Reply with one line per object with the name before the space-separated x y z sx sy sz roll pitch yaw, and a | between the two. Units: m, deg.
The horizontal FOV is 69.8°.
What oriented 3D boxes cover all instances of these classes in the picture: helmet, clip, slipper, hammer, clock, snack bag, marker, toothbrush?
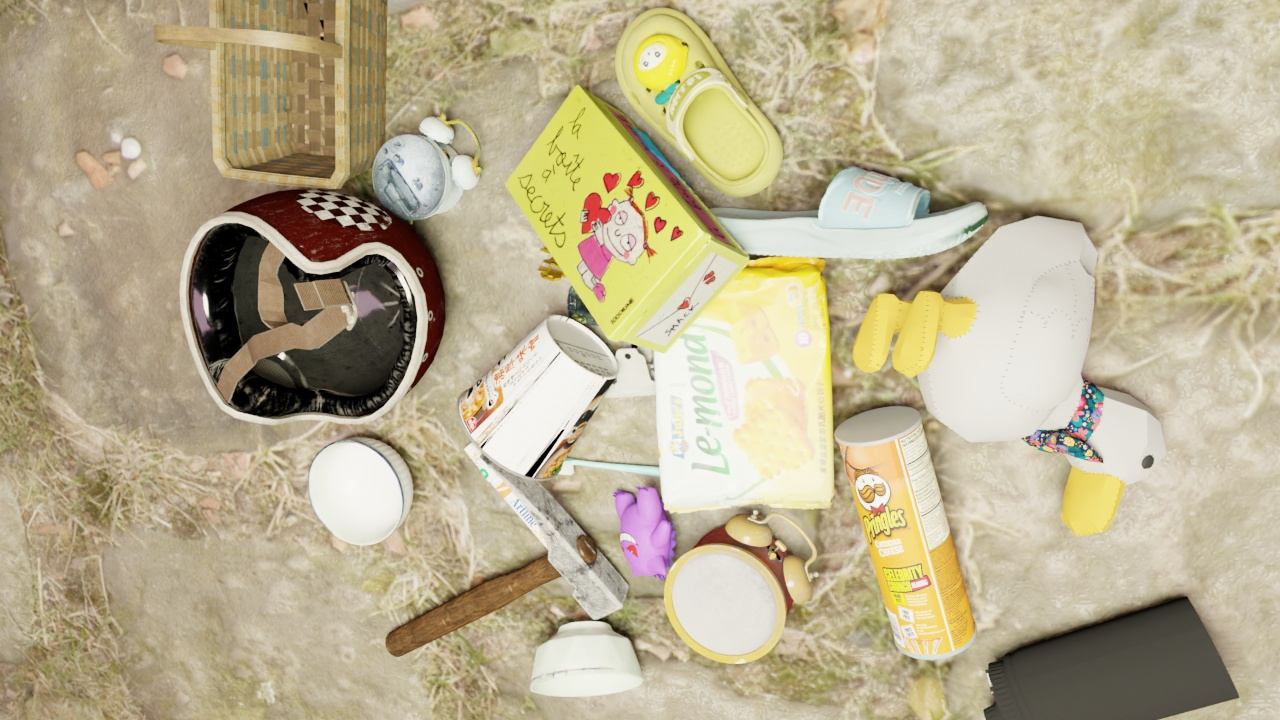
helmet | -0.303 -0.050 0.858 0.234 0.252 0.234 44 119 20
clip | -0.081 -0.088 0.897 0.054 0.049 0.044 16 141 12
slipper | 0.165 -0.128 0.782 0.246 0.103 0.074 4 106 21
hammer | -0.191 0.229 0.983 0.301 0.037 0.217 -31 107 25
clip | -0.004 0.007 0.910 0.102 0.046 0.056 -4 105 17
clock | -0.207 -0.189 0.906 0.118 0.057 0.083 -33 90 21
snack bag | 0.095 0.020 0.843 0.160 0.068 0.247 -1 98 13
marker | -0.136 0.146 0.978 0.017 0.017 0.145 -42 88 21
slipper | 0.046 -0.223 0.809 0.092 0.081 0.190 -40 91 23
toothbrush | -0.005 0.113 0.931 0.181 0.016 0.016 2 99 17
clock | 0.102 0.208 0.883 0.117 0.081 0.159 45 114 8

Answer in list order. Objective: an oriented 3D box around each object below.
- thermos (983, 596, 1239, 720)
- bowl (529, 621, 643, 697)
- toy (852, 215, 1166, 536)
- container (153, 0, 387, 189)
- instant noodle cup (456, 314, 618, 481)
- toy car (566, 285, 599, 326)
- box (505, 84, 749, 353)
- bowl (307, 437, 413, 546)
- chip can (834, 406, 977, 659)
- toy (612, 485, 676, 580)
thermos | 0.397 0.281 0.805 0.199 0.086 0.086 -26 93 21
bowl | -0.057 0.307 0.950 0.118 0.117 0.061 -16 59 20
toy | 0.318 0.004 0.750 0.267 0.141 0.246 16 89 -11
container | -0.337 -0.290 0.854 0.158 0.186 0.250 9 104 15
instant noodle cup | -0.091 0.029 0.880 0.123 0.123 0.122 43 112 5
toy car | -0.030 -0.052 0.895 0.090 0.027 0.039 9 104 21
box | -0.019 -0.125 0.800 0.125 0.081 0.221 -46 57 21
bowl | -0.295 0.135 1.002 0.118 0.062 0.118 4 102 17
chip can | 0.238 0.154 0.819 0.075 0.075 0.215 -14 105 19
toy | 0.008 0.173 0.911 0.055 0.106 0.088 8 74 -24
